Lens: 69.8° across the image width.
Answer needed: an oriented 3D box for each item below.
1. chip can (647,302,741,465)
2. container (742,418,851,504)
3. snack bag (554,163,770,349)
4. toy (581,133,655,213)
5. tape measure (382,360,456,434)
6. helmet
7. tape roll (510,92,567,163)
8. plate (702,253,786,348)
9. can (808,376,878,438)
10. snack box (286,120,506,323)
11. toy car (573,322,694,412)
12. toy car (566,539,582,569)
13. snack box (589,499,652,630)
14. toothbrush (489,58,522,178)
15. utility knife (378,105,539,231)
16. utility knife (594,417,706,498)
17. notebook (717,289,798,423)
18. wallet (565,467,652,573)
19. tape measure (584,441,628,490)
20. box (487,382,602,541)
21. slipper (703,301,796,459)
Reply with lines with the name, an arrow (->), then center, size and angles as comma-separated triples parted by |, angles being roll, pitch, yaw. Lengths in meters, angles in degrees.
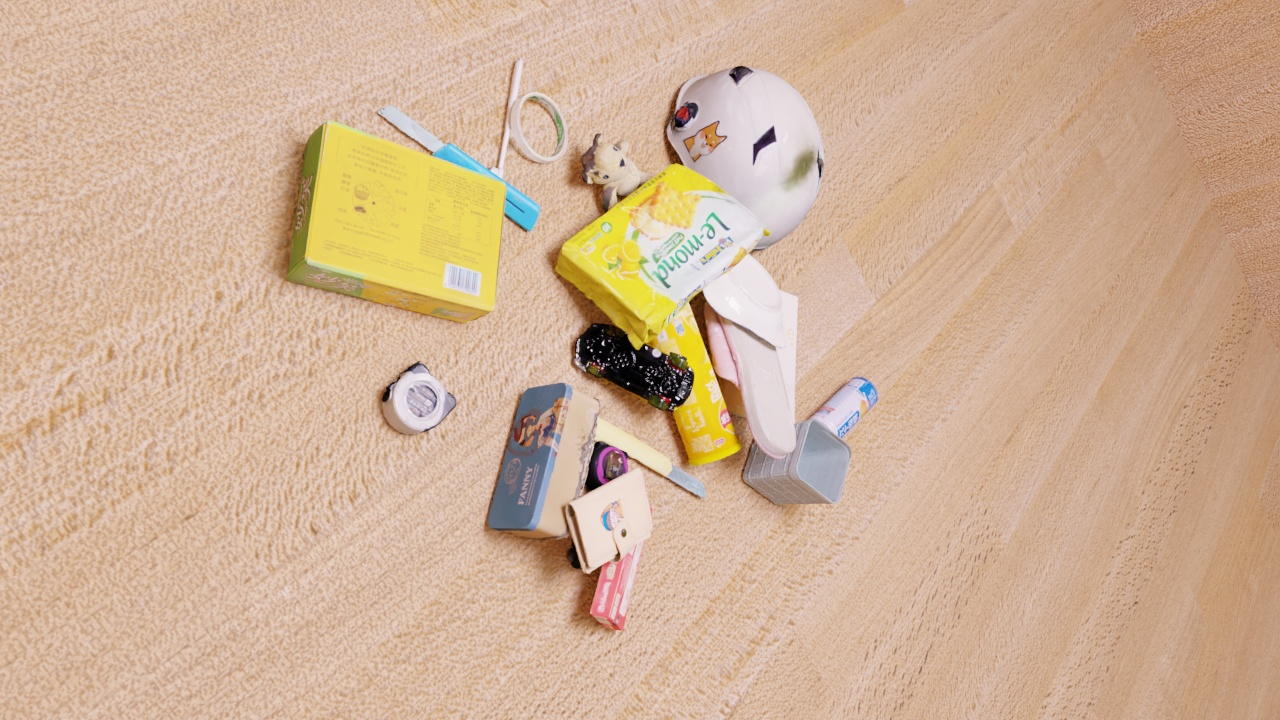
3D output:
chip can -> 0.061, 0.025, 1.180 | 0.071, 0.072, 0.213 | -22, 93, -39
container -> 0.208, 0.141, 1.241 | 0.090, 0.112, 0.089 | 37, 60, -26
snack bag -> 0.027, -0.135, 1.136 | 0.158, 0.068, 0.246 | 41, 65, 18
toy -> -0.015, -0.234, 1.186 | 0.157, 0.066, 0.105 | 20, 82, -49
tape measure -> -0.237, 0.044, 0.966 | 0.066, 0.034, 0.065 | 52, 52, -14
helmet -> 0.167, -0.299, 1.284 | 0.229, 0.157, 0.273 | 9, 74, -37
tape roll -> -0.125, -0.287, 1.134 | 0.085, 0.014, 0.085 | 11, 76, -49
plate -> 0.141, -0.103, 1.244 | 0.163, 0.034, 0.164 | 26, 37, -33
can -> 0.299, 0.078, 1.364 | 0.134, 0.053, 0.053 | -36, 102, -38
snack box -> -0.253, -0.141, 0.973 | 0.209, 0.070, 0.157 | 14, 71, -35
toy car -> -0.007, 0.007, 1.125 | 0.156, 0.041, 0.071 | 26, 85, -3
toy car -> -0.056, 0.199, 1.064 | 0.036, 0.043, 0.091 | 29, 64, -30
snack box -> -0.020, 0.231, 1.070 | 0.075, 0.025, 0.152 | 69, 33, -62
toothbrush -> -0.164, -0.292, 1.115 | 0.016, 0.016, 0.179 | 18, 70, -28
utility knife -> -0.205, -0.223, 1.058 | 0.218, 0.034, 0.018 | 35, 21, -25
utility knife -> 0.006, 0.120, 1.148 | 0.216, 0.022, 0.030 | 30, 63, -21
notebook -> 0.170, -0.014, 1.312 | 0.145, 0.010, 0.206 | 17, 69, -33
wallet -> -0.030, 0.178, 1.009 | 0.114, 0.024, 0.087 | -22, 103, -49
tape measure -> -0.042, 0.128, 1.094 | 0.057, 0.039, 0.057 | 27, 64, -31
box -> -0.106, 0.118, 1.015 | 0.062, 0.090, 0.184 | 32, 60, -36
slipper -> 0.139, 0.011, 1.217 | 0.114, 0.055, 0.274 | 21, 45, -44
